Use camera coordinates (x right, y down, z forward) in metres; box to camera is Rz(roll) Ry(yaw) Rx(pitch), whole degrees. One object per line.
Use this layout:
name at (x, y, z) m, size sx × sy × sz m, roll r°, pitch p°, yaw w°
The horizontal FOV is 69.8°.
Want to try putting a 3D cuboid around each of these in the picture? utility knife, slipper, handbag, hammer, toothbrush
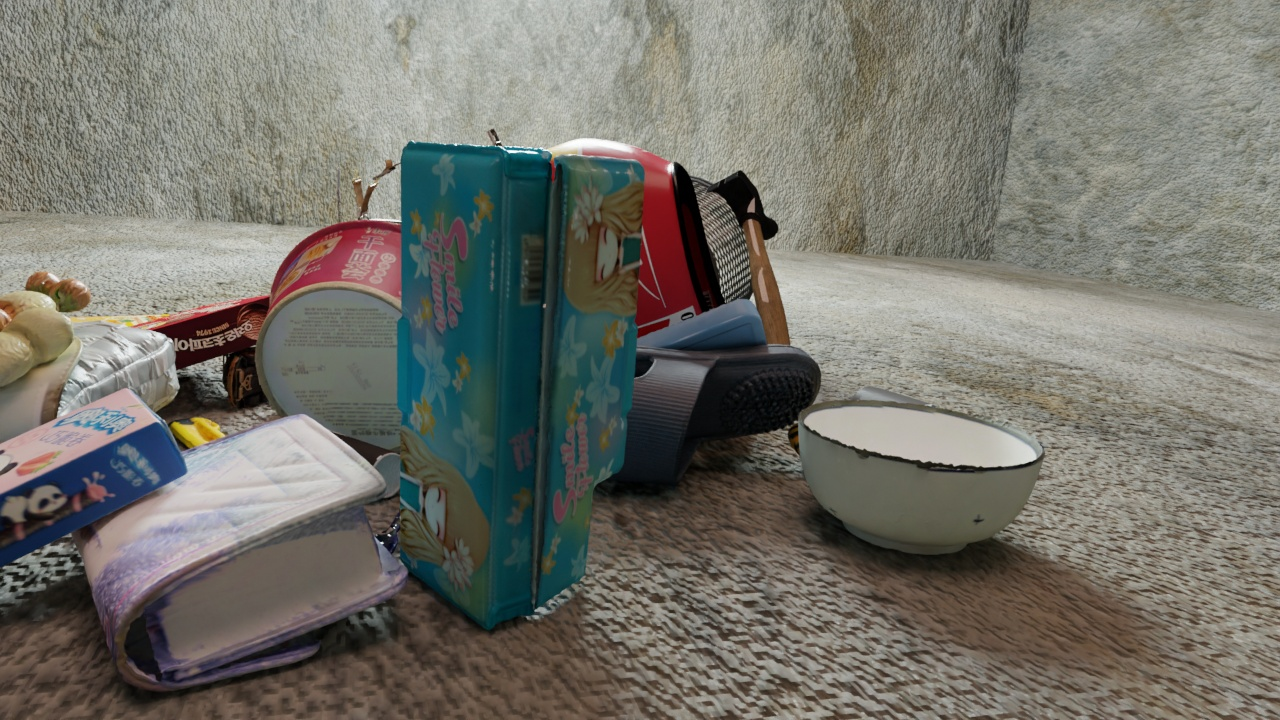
utility knife at (-0.273, 0.070, 0.623) m, size 0.030 × 0.019 × 0.228 m, roll -18°, pitch 27°, yaw -39°
slipper at (0.026, 0.047, 0.660) m, size 0.263 × 0.101 × 0.082 m, roll -5°, pitch 39°, yaw -23°
handbag at (-0.392, 0.007, 0.609) m, size 0.112 × 0.123 × 0.171 m, roll -2°, pitch 18°, yaw 0°
handbag at (-0.198, 0.088, 0.447) m, size 0.126 × 0.069 × 0.159 m, roll -21°, pitch 23°, yaw -31°
hammer at (0.133, -0.084, 0.997) m, size 0.040 × 0.304 × 0.132 m, roll -25°, pitch -43°, yaw 22°
toothbrush at (-0.140, 0.090, 0.570) m, size 0.016 × 0.017 × 0.189 m, roll 15°, pitch 10°, yaw -3°

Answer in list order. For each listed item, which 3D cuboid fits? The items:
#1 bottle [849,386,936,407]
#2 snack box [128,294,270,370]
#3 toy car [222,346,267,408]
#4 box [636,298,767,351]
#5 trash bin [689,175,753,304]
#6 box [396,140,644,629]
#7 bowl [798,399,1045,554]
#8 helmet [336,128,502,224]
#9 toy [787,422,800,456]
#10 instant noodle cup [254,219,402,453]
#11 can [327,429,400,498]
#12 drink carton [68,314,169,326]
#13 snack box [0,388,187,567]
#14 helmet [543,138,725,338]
bottle at (0.228, 0.055, 0.791) m, size 0.046 × 0.047 × 0.112 m, roll -4°, pitch 15°, yaw -34°
snack box at (-0.401, -0.019, 0.796) m, size 0.152 × 0.036 × 0.132 m, roll -2°, pitch 17°, yaw 44°
toy car at (-0.337, 0.007, 0.807) m, size 0.047 × 0.047 × 0.111 m, roll 12°, pitch 13°, yaw 12°
box at (0.000, 0.015, 0.727) m, size 0.209 × 0.047 × 0.122 m, roll -20°, pitch -12°, yaw 2°
trash bin at (0.015, -0.101, 1.074) m, size 0.218 × 0.218 × 0.226 m, roll 7°, pitch 16°, yaw 14°
box at (-0.053, 0.006, 0.476) m, size 0.116 × 0.227 × 0.097 m, roll -7°, pitch 17°, yaw -40°
bowl at (0.176, 0.077, 0.600) m, size 0.153 × 0.073 × 0.153 m, roll 5°, pitch 12°, yaw -1°
helmet at (-0.239, -0.136, 1.053) m, size 0.193 × 0.236 × 0.224 m, roll 2°, pitch 1°, yaw 15°
toy at (0.165, 0.068, 0.712) m, size 0.104 × 0.046 × 0.084 m, roll 7°, pitch 18°, yaw 28°
instant noodle cup at (-0.198, -0.005, 0.669) m, size 0.178 × 0.179 × 0.077 m, roll 5°, pitch 28°, yaw 3°
can at (-0.195, 0.067, 0.612) m, size 0.081 × 0.031 × 0.031 m, roll 12°, pitch 14°, yaw 32°
drink carton at (-0.509, -0.018, 0.888) m, size 0.122 × 0.041 × 0.058 m, roll -4°, pitch 14°, yaw -37°
snack box at (-0.305, 0.067, 0.434) m, size 0.153 × 0.033 × 0.088 m, roll -31°, pitch 27°, yaw -29°
helmet at (-0.041, -0.069, 0.867) m, size 0.225 × 0.271 × 0.197 m, roll -15°, pitch 6°, yaw 12°
